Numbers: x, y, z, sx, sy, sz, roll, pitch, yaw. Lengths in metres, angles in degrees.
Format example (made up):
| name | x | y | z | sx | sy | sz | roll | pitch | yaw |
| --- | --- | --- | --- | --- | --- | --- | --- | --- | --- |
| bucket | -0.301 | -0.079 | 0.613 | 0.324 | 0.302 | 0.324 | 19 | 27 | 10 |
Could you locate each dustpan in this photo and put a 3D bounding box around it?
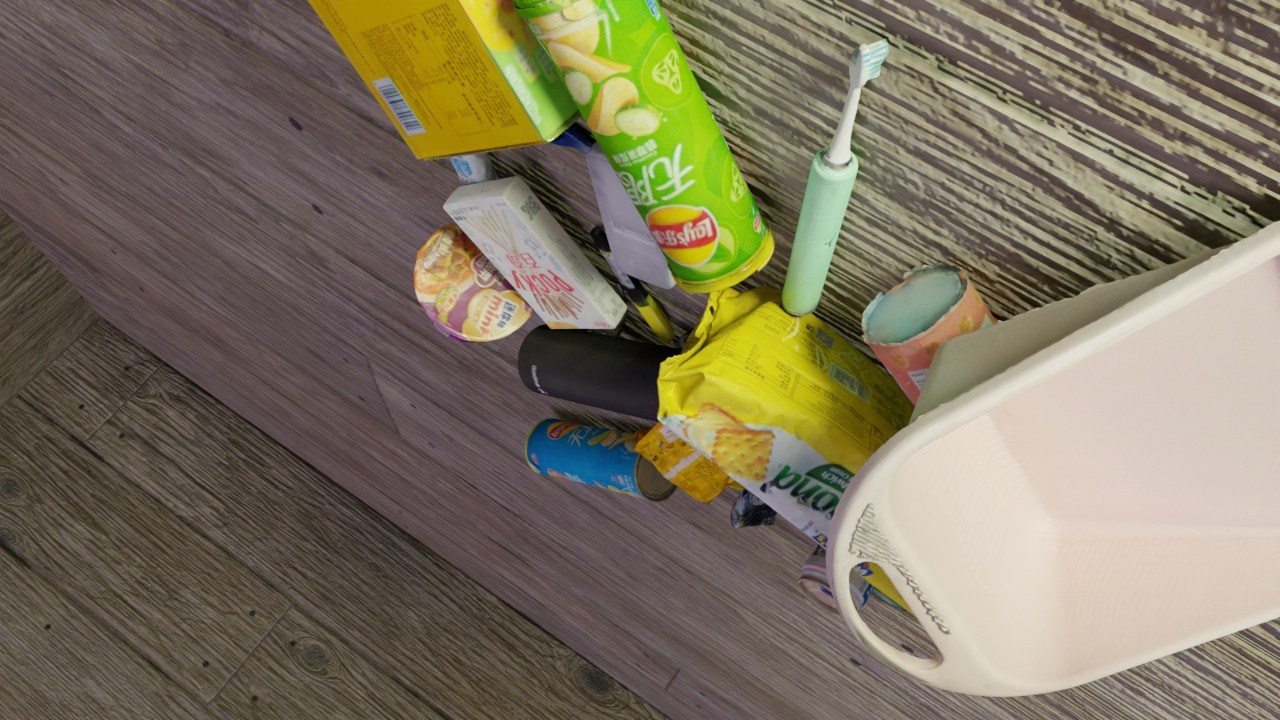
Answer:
| name | x | y | z | sx | sy | sz | roll | pitch | yaw |
| --- | --- | --- | --- | --- | --- | --- | --- | --- | --- |
| dustpan | 0.238 | 0.078 | 0.444 | 0.274 | 0.138 | 0.222 | -17 | 121 | 42 |

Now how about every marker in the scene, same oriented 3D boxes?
| name | x | y | z | sx | sy | sz | roll | pitch | yaw |
| --- | --- | --- | --- | --- | --- | --- | --- | --- | --- |
| marker | -0.005 | -0.062 | 0.762 | 0.018 | 0.015 | 0.124 | 6 | 140 | 48 |

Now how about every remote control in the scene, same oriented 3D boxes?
| name | x | y | z | sx | sy | sz | roll | pitch | yaw |
| --- | --- | --- | --- | --- | --- | --- | --- | --- | --- |
| remote control | -0.002 | -0.102 | 0.660 | 0.056 | 0.020 | 0.136 | 23 | 156 | 21 |

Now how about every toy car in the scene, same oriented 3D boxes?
| name | x | y | z | sx | sy | sz | roll | pitch | yaw |
| --- | --- | --- | --- | --- | --- | --- | --- | --- | --- |
| toy car | 0.117 | 0.136 | 0.891 | 0.043 | 0.034 | 0.091 | 2 | 148 | -17 |

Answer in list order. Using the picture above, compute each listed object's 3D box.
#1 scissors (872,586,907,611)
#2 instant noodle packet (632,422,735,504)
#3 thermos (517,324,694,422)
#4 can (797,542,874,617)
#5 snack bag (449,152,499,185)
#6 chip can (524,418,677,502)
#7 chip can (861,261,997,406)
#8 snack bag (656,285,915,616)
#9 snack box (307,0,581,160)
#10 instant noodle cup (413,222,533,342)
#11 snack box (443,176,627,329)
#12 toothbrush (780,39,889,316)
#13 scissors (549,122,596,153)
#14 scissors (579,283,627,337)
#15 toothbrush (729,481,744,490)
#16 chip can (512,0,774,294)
| name | x | y | z | sx | sy | sz | roll | pitch | yaw |
| --- | --- | --- | --- | --- | --- | --- | --- | --- | --- |
| scissors | 0.255 | 0.208 | 0.890 | 0.170 | 0.019 | 0.181 | 31 | 156 | 10 |
| instant noodle packet | 0.057 | 0.089 | 0.906 | 0.111 | 0.044 | 0.129 | 39 | 150 | -3 |
| thermos | -0.005 | 0.005 | 0.795 | 0.243 | 0.068 | 0.090 | 9 | 120 | 42 |
| can | 0.176 | 0.132 | 0.717 | 0.053 | 0.134 | 0.053 | 31 | 155 | 16 |
| snack bag | -0.138 | -0.167 | 0.737 | 0.048 | 0.026 | 0.104 | 24 | 154 | 30 |
| chip can | -0.047 | 0.112 | 1.054 | 0.211 | 0.071 | 0.071 | 5 | 140 | 50 |
| chip can | 0.221 | 0.040 | 0.571 | 0.215 | 0.071 | 0.071 | 48 | 154 | -23 |
| snack bag | 0.129 | 0.046 | 0.622 | 0.246 | 0.157 | 0.068 | 37 | 123 | -3 |
| snack box | -0.133 | -0.230 | 0.554 | 0.158 | 0.069 | 0.210 | 8 | 138 | 48 |
| instant noodle cup | -0.156 | -0.065 | 0.859 | 0.111 | 0.111 | 0.099 | 40 | 165 | -7 |
| snack box | -0.087 | -0.085 | 0.768 | 0.085 | 0.026 | 0.157 | 2 | 142 | 44 |
| toothbrush | 0.109 | -0.095 | 0.537 | 0.225 | 0.027 | 0.026 | 89 | 157 | -60 |
| scissors | -0.025 | -0.149 | 0.639 | 0.162 | 0.012 | 0.173 | 26 | 155 | 20 |
| scissors | -0.032 | -0.015 | 0.880 | 0.189 | 0.015 | 0.227 | 44 | 155 | -14 |
| toothbrush | 0.123 | 0.128 | 0.925 | 0.190 | 0.015 | 0.016 | 10 | 139 | 45 |
| chip can | 0.007 | -0.140 | 0.538 | 0.073 | 0.072 | 0.221 | 11 | 145 | 44 |
